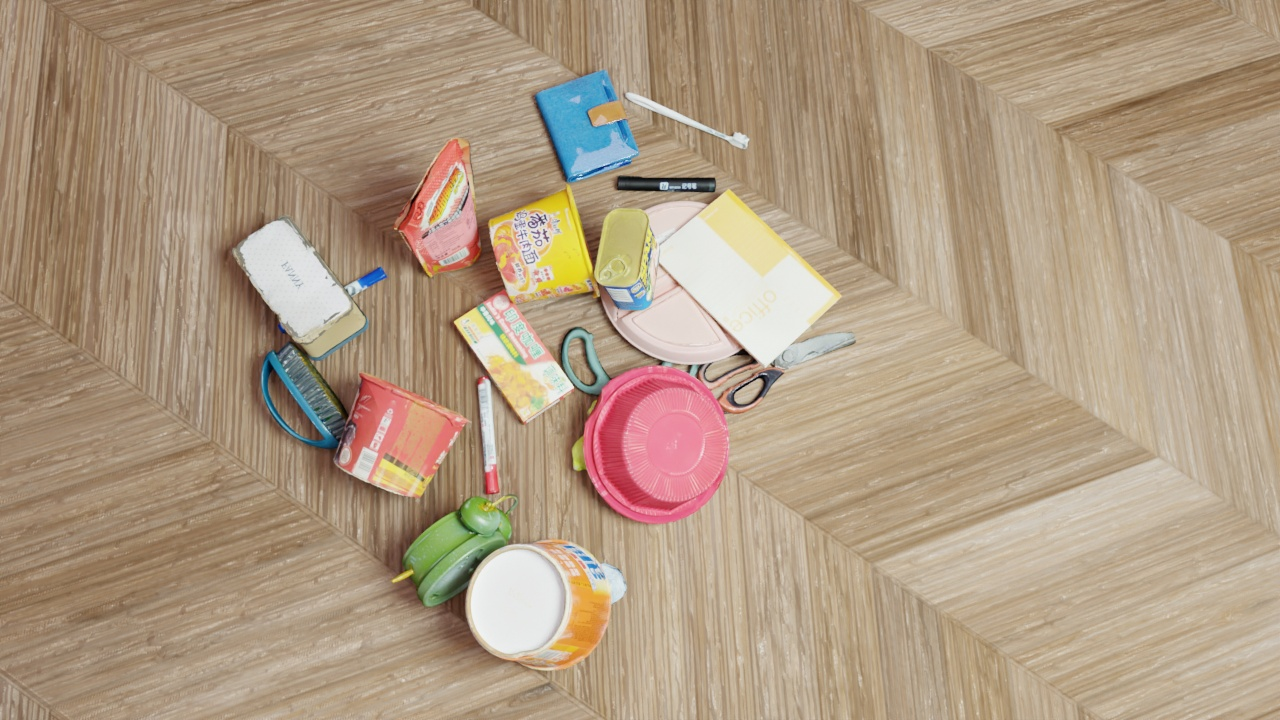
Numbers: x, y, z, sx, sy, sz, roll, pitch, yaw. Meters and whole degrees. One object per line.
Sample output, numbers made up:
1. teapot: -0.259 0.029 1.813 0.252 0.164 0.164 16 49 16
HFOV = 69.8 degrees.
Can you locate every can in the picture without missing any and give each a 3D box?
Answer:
1. can: -0.013 -0.120 1.113 0.057 0.083 0.102 4 72 15

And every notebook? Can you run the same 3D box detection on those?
1. notebook: 0.134 -0.107 1.165 0.145 0.010 0.206 -41 79 -16

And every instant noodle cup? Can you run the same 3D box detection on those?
1. instant noodle cup: 0.031 0.100 1.094 0.193 0.066 0.193 1 86 -19
2. instant noodle cup: -0.118 0.270 1.025 0.151 0.111 0.151 -4 74 13
3. instant noodle cup: -0.120 -0.135 1.132 0.110 0.138 0.138 -17 79 0
4. instant noodle cup: -0.285 0.089 1.067 0.138 0.138 0.108 24 84 1

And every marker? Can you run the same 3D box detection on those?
1. marker: -0.187 0.092 1.129 0.017 0.017 0.145 -5 77 -6
2. marker: -0.386 -0.076 1.151 0.145 0.017 0.017 -31 81 -11
3. marker: 0.035 -0.235 1.222 0.132 0.020 0.022 0 48 -4

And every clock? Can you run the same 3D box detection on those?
1. clock: -0.202 0.211 1.052 0.161 0.116 0.056 -40 73 -9

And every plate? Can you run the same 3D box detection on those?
1. plate: 0.061 -0.106 1.180 0.229 0.028 0.229 1 71 -4

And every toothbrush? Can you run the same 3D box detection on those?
1. toothbrush: 0.063 -0.329 1.248 0.180 0.016 0.016 22 68 0

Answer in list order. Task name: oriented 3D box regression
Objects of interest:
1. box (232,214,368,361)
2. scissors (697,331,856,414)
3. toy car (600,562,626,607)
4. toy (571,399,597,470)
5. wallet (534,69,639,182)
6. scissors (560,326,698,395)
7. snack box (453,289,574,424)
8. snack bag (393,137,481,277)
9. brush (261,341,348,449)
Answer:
1. box: -0.409 -0.085 1.114 0.089 0.063 0.184 -35 73 -11
2. scissors: 0.182 0.015 1.179 0.209 0.015 0.182 16 75 -1
3. toy car: -0.062 0.286 1.088 0.105 0.031 0.049 -43 84 -13
4. toy: -0.038 0.097 1.123 0.096 0.031 0.100 -7 89 -5
5. wallet: -0.070 -0.313 1.223 0.106 0.040 0.133 -20 80 -4
6. scissors: -0.012 0.005 1.164 0.169 0.019 0.174 -39 82 -13
7. snack box: -0.158 -0.005 1.148 0.077 0.027 0.155 -35 82 -12
8. snack bag: -0.234 -0.172 1.088 0.073 0.208 0.128 33 77 4
9. brush: -0.407 0.049 1.101 0.073 0.055 0.144 -35 83 -13
